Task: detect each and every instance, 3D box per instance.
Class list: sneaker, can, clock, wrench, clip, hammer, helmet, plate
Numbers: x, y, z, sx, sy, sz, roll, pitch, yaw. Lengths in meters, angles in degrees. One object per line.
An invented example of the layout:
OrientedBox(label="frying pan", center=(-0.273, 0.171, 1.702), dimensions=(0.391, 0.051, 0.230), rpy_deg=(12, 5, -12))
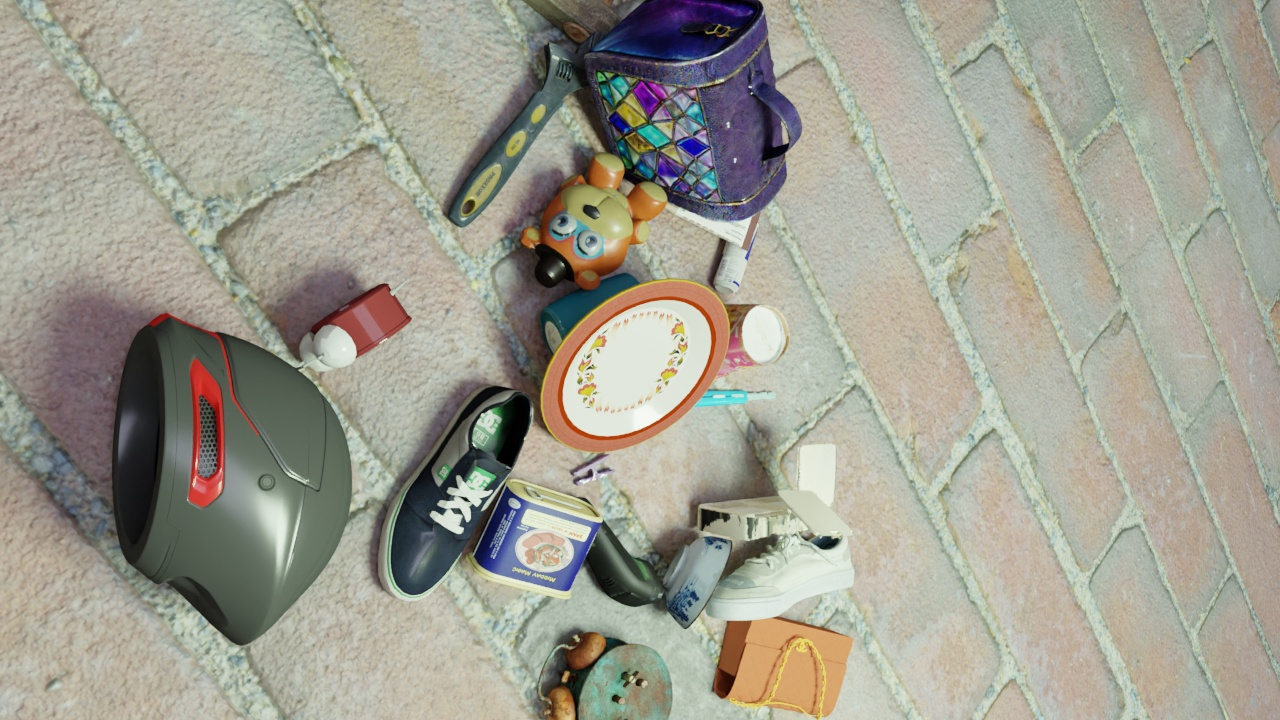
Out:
OrientedBox(label="sneaker", center=(-0.179, 0.128, 0.905), dimensions=(0.084, 0.079, 0.235), rpy_deg=(36, 70, -27))
OrientedBox(label="can", center=(-0.106, 0.183, 0.945), dimensions=(0.116, 0.056, 0.092), rpy_deg=(23, 95, -29))
OrientedBox(label="clock", center=(-0.268, -0.028, 0.852), dimensions=(0.124, 0.087, 0.044), rpy_deg=(-40, 107, -30))
OrientedBox(label="can", center=(0.117, -0.130, 1.131), dimensions=(0.032, 0.032, 0.095), rpy_deg=(27, 74, -29))
OrientedBox(label="wrench", center=(-0.118, -0.251, 0.978), dimensions=(0.073, 0.022, 0.273), rpy_deg=(40, 75, -25))
OrientedBox(label="clip", center=(-0.053, 0.122, 1.025), dimensions=(0.051, 0.013, 0.035), rpy_deg=(-18, 97, -29))
OrientedBox(label="hammer", center=(-0.010, -0.493, 1.064), dimensions=(0.158, 0.037, 0.300), rpy_deg=(31, 73, -27))
OrientedBox(label="helmet", center=(-0.328, 0.099, 0.762), dimensions=(0.169, 0.165, 0.264), rpy_deg=(7, 75, -43))
OrientedBox(label="sneaker", center=(0.168, 0.250, 1.117), dimensions=(0.241, 0.090, 0.090), rpy_deg=(-6, 91, -39))
OrientedBox(label="plate", center=(-0.006, 0.006, 0.987), dimensions=(0.229, 0.021, 0.230), rpy_deg=(-20, 136, -21))
OrientedBox(label="clock", center=(-0.038, 0.357, 0.987), dimensions=(0.157, 0.073, 0.121), rpy_deg=(31, 72, -26))

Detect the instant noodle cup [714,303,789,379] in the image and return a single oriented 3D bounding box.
OrientedBox(label="instant noodle cup", center=(0.113, -0.027, 1.078), dimensions=(0.097, 0.109, 0.097), rpy_deg=(2, 86, -32))

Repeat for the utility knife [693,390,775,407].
OrientedBox(label="utility knife", center=(0.108, 0.044, 1.129), dimensions=(0.151, 0.015, 0.022), rpy_deg=(-3, 64, -34))

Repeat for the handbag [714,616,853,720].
OrientedBox(label="handbag", center=(0.181, 0.379, 1.135), dimensions=(0.171, 0.060, 0.108), rpy_deg=(22, 80, -30))

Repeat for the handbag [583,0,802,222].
OrientedBox(label="handbag", center=(0.069, -0.268, 0.972), dimensions=(0.125, 0.222, 0.205), rpy_deg=(-49, 144, -24))

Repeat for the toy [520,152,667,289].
OrientedBox(label="toy", center=(-0.053, -0.144, 0.991), dimensions=(0.112, 0.096, 0.175), rpy_deg=(35, 73, 3))

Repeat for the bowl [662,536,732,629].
OrientedBox(label="bowl", center=(0.057, 0.243, 1.043), dimensions=(0.045, 0.114, 0.114), rpy_deg=(30, 70, 0))

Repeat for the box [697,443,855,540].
OrientedBox(label="box", center=(0.177, 0.149, 1.057), dimensions=(0.143, 0.193, 0.106), rpy_deg=(0, 90, -39))

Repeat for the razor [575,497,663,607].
OrientedBox(label="razor", center=(-0.031, 0.211, 1.019), dimensions=(0.151, 0.054, 0.067), rpy_deg=(57, 35, -8))

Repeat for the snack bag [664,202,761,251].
OrientedBox(label="snack bag", center=(0.069, -0.188, 1.100), dimensions=(0.158, 0.013, 0.057), rpy_deg=(23, 76, -15))

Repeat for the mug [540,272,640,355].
OrientedBox(label="mug", center=(-0.049, -0.029, 1.001), dimensions=(0.104, 0.084, 0.112), rpy_deg=(-20, 127, -25))
